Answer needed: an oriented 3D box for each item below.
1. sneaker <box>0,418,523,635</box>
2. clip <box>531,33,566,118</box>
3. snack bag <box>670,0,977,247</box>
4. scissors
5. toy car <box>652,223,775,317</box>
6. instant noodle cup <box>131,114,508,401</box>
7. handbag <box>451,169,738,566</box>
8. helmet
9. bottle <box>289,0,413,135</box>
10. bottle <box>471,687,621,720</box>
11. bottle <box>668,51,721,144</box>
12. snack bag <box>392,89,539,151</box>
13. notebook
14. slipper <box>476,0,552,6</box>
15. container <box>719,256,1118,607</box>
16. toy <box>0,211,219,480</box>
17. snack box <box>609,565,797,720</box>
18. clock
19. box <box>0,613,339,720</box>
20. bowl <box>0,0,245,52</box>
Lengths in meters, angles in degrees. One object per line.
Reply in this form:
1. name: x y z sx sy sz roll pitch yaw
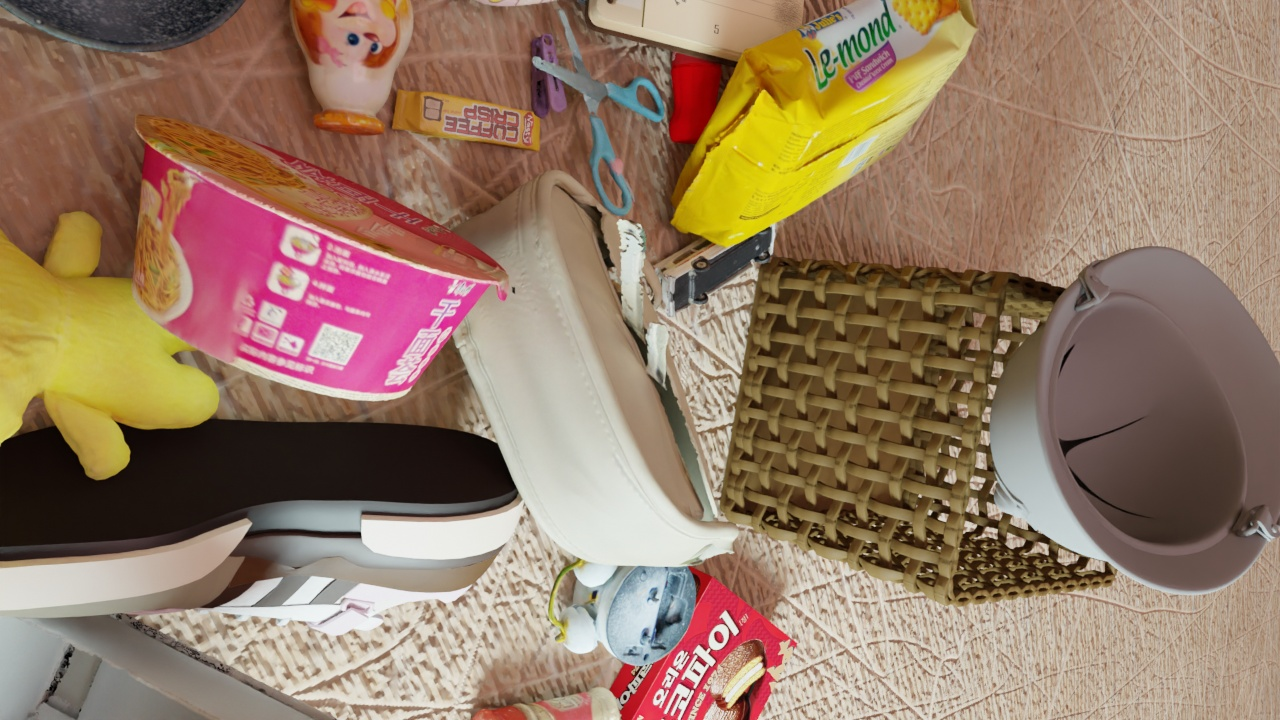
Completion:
1. sneaker: -0.208 0.103 0.484 0.293 0.112 0.117 0 118 -39
2. clip: -0.060 -0.182 0.586 0.013 0.032 0.051 -12 103 -37
3. snack bag: 0.132 -0.174 0.655 0.246 0.160 0.068 -33 78 -30
4. scissors: -0.018 -0.170 0.611 0.129 0.015 0.135 -42 123 -46
5. toy car: 0.055 -0.076 0.687 0.112 0.039 0.039 -34 141 -30
6. instant noodle cup: -0.162 -0.044 0.447 0.178 0.179 0.078 17 103 -39
7. handbag: -0.003 0.003 0.550 0.184 0.132 0.229 18 54 -55
8. helmet: 0.284 0.043 0.569 0.270 0.118 0.183 -31 85 -37
9. bottle: -0.153 -0.176 0.487 0.063 0.063 0.109 -1 98 -38
10. bottle: -0.066 0.260 0.649 0.109 0.044 0.044 4 95 -39
11. bottle: 0.040 -0.215 0.650 0.036 0.036 0.119 -5 101 -38
12. snack bag: -0.102 -0.146 0.561 0.099 0.020 0.026 1 99 -38
13. notebook: 0.045 -0.319 0.611 0.167 0.024 0.225 6 91 -24
14. slipper: -0.022 -0.262 0.529 0.197 0.081 0.093 -20 97 -10
15. container: 0.240 0.048 0.741 0.251 0.214 0.219 7 94 -39
16. toy: -0.286 -0.009 0.396 0.207 0.092 0.133 4 59 -45
17. snack box: 0.045 0.264 0.741 0.132 0.036 0.151 43 71 -35
18. clock: -0.015 0.172 0.663 0.117 0.057 0.083 16 88 -39
19. box: -0.208 0.220 0.336 0.164 0.331 0.167 24 82 -25
20. bowl: -0.245 -0.207 0.412 0.136 0.057 0.137 -8 103 -37
